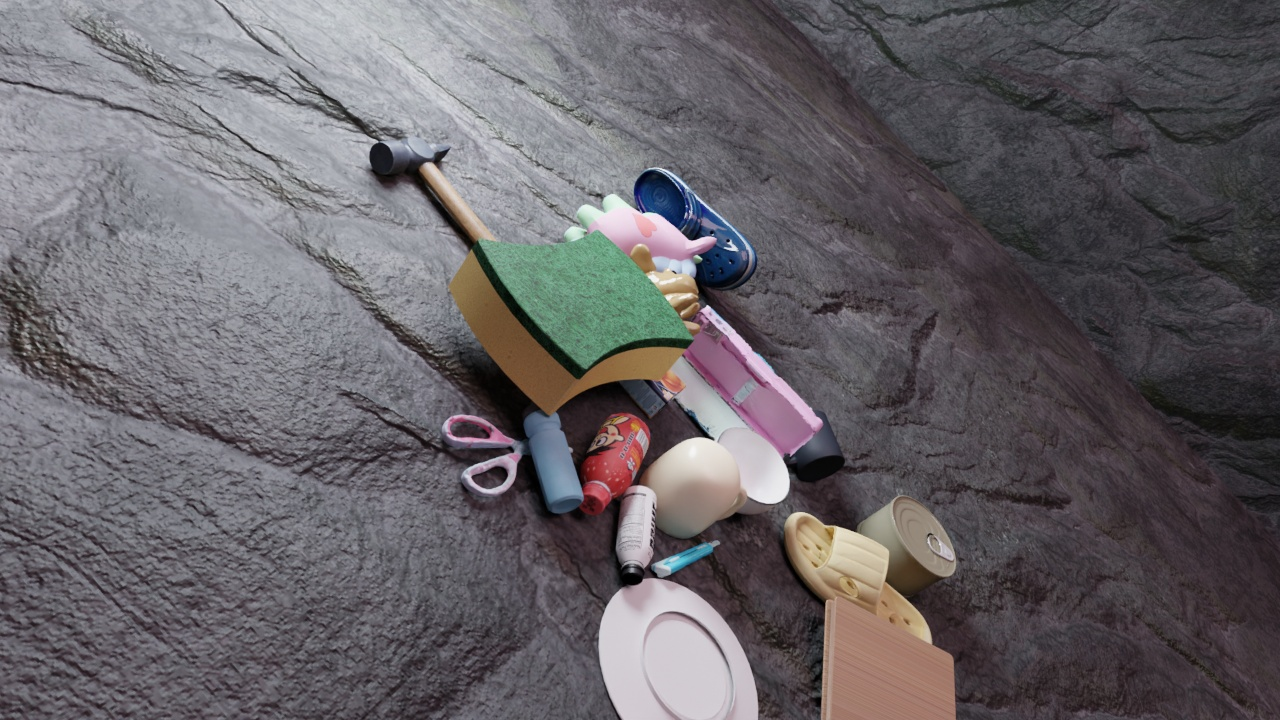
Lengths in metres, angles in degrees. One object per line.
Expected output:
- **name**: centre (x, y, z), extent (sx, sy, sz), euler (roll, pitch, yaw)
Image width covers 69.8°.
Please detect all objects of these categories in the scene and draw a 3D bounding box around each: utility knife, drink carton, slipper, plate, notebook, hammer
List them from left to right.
- **hammer**: centre (-0.199, -0.154, 1.156), extent (0.321, 0.040, 0.129), euler (51, 30, 5)
- **drink carton**: centre (-0.007, 0.007, 1.189), extent (0.130, 0.040, 0.064), euler (48, 33, 3)
- **slipper**: centre (0.069, -0.204, 1.437), extent (0.253, 0.105, 0.095), euler (49, 25, 20)
- **plate**: centre (0.046, 0.317, 0.942), extent (0.208, 0.015, 0.208), euler (28, 37, -25)
- **utility knife**: centre (0.055, 0.224, 1.052), extent (0.022, 0.015, 0.124), euler (15, 14, 33)
- **slipper**: centre (0.298, 0.291, 1.192), extent (0.261, 0.079, 0.111), euler (42, 37, -7)
- **notebook**: centre (0.301, 0.400, 1.098), extent (0.210, 0.022, 0.168), euler (31, 49, -22)

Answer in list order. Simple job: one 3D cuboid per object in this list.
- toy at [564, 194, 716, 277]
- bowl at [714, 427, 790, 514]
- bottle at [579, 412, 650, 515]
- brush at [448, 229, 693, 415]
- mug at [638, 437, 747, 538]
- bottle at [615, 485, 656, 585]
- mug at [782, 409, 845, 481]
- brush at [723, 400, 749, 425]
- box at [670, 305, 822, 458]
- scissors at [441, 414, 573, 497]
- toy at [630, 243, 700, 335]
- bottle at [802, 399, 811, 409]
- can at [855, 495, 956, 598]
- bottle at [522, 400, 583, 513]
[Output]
- **toy**: centre (-0.005, -0.158, 1.312), extent (0.171, 0.120, 0.221), euler (40, 32, 9)
- **bowl**: centre (0.127, 0.147, 1.162), extent (0.113, 0.063, 0.113), euler (23, 43, -23)
- **bottle**: centre (-0.034, 0.118, 1.023), extent (0.062, 0.062, 0.137), euler (41, 33, -8)
- **brush**: centre (-0.075, -0.054, 1.069), extent (0.195, 0.075, 0.249), euler (50, 33, 17)
- **mug**: centre (0.073, 0.148, 1.074), extent (0.120, 0.100, 0.096), euler (29, 37, -24)
- **bottle**: centre (-0.005, 0.191, 0.997), extent (0.041, 0.041, 0.115), euler (31, 36, -21)
- **mug**: centre (0.230, 0.124, 1.310), extent (0.105, 0.071, 0.077), euler (-5, 54, -17)
- **brush**: centre (0.141, 0.091, 1.288), extent (0.039, 0.012, 0.151), euler (18, 44, -35)
- **box**: centre (0.124, 0.045, 1.238), extent (0.230, 0.087, 0.105), euler (47, 41, 9)
- **scissors**: centre (-0.128, 0.108, 0.979), extent (0.178, 0.016, 0.105), euler (11, 47, -46)
- **toy**: centre (0.034, -0.079, 1.227), extent (0.108, 0.105, 0.134), euler (-110, -173, -56)
- **bottle**: centre (0.247, 0.087, 1.385), extent (0.110, 0.036, 0.036), euler (51, 34, 7)
- **can**: centre (0.376, 0.266, 1.304), extent (0.127, 0.073, 0.127), euler (28, 37, -25)
- **bottle**: centre (-0.096, 0.097, 0.977), extent (0.040, 0.040, 0.130), euler (10, 49, -42)
